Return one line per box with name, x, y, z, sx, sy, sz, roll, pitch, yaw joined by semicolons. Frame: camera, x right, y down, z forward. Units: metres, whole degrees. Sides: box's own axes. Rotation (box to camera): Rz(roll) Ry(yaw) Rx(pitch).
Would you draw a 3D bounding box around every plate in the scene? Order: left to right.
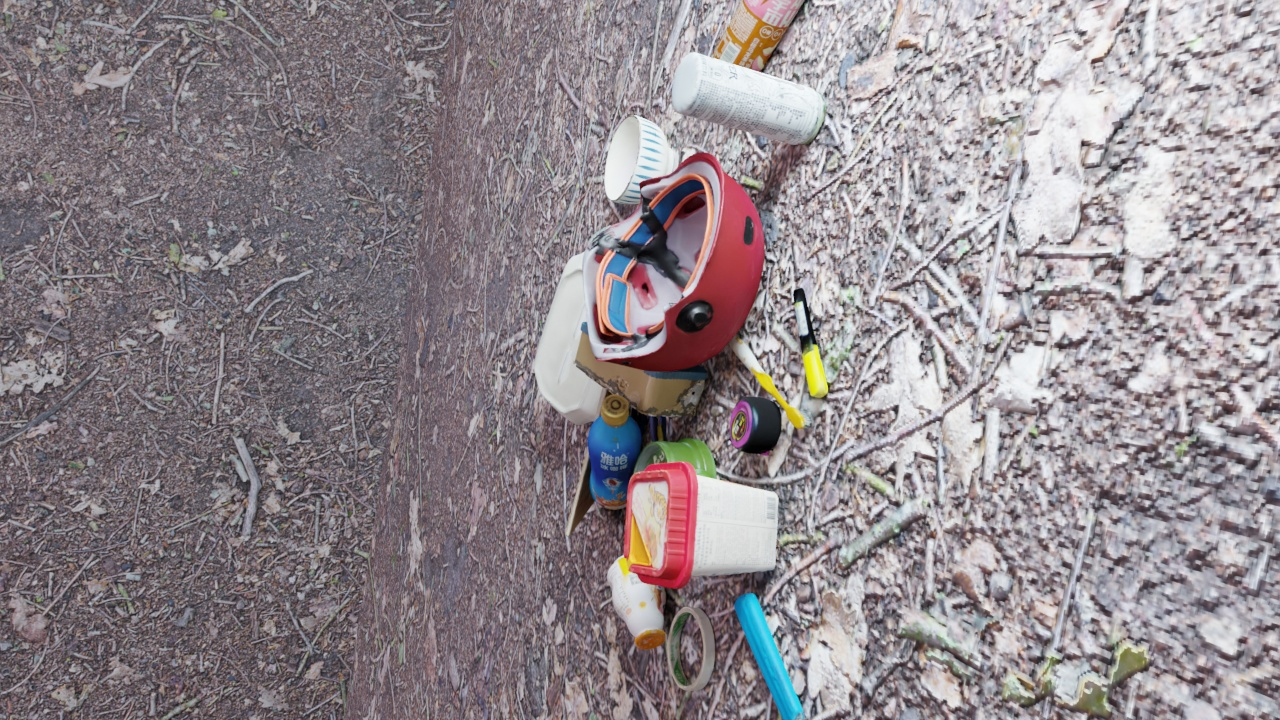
plate;-0.087;-0.028;1.306;0.162;0.034;0.266;42;125;29

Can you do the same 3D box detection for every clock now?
clock;0.040;0.152;1.023;0.161;0.056;0.116;-124;47;-57

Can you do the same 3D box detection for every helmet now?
helmet;0.053;-0.092;0.979;0.241;0.143;0.206;-44;40;31

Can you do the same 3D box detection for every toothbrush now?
toothbrush;0.128;0.018;0.926;0.191;0.018;0.016;-120;47;-58

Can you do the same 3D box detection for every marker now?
marker;0.159;-0.019;0.867;0.018;0.015;0.124;128;146;-48

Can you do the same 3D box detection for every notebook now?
notebook;-0.054;0.114;1.211;0.147;0.008;0.208;-45;-30;-74

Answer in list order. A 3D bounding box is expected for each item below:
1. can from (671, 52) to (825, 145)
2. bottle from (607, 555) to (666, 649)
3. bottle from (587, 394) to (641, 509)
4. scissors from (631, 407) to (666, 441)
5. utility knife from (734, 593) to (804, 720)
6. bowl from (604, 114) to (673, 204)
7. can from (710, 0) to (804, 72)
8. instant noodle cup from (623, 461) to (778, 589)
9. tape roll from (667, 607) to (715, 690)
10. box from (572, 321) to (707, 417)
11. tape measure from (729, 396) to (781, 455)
can;0.106;-0.254;0.900;0.058;0.146;0.058;-172;91;-67
bottle;0.000;0.278;1.060;0.108;0.063;0.063;-108;35;-46
bottle;-0.031;0.108;1.094;0.219;0.065;0.065;91;173;-58
scissors;0.013;0.034;1.160;0.160;0.012;0.164;-114;34;-45
utility knife;0.125;0.289;0.833;0.187;0.018;0.034;-113;27;-49
bowl;0.003;-0.264;1.233;0.116;0.066;0.116;9;90;66
can;0.132;-0.369;0.990;0.148;0.057;0.057;125;145;-45
instant noodle cup;0.061;0.161;0.889;0.116;0.124;0.116;161;115;-65
tape roll;0.054;0.311;0.988;0.086;0.014;0.086;-172;90;-66
box;-0.006;0.006;1.097;0.184;0.089;0.061;34;114;45
tape measure;0.115;0.064;0.907;0.058;0.039;0.057;-148;68;-69
